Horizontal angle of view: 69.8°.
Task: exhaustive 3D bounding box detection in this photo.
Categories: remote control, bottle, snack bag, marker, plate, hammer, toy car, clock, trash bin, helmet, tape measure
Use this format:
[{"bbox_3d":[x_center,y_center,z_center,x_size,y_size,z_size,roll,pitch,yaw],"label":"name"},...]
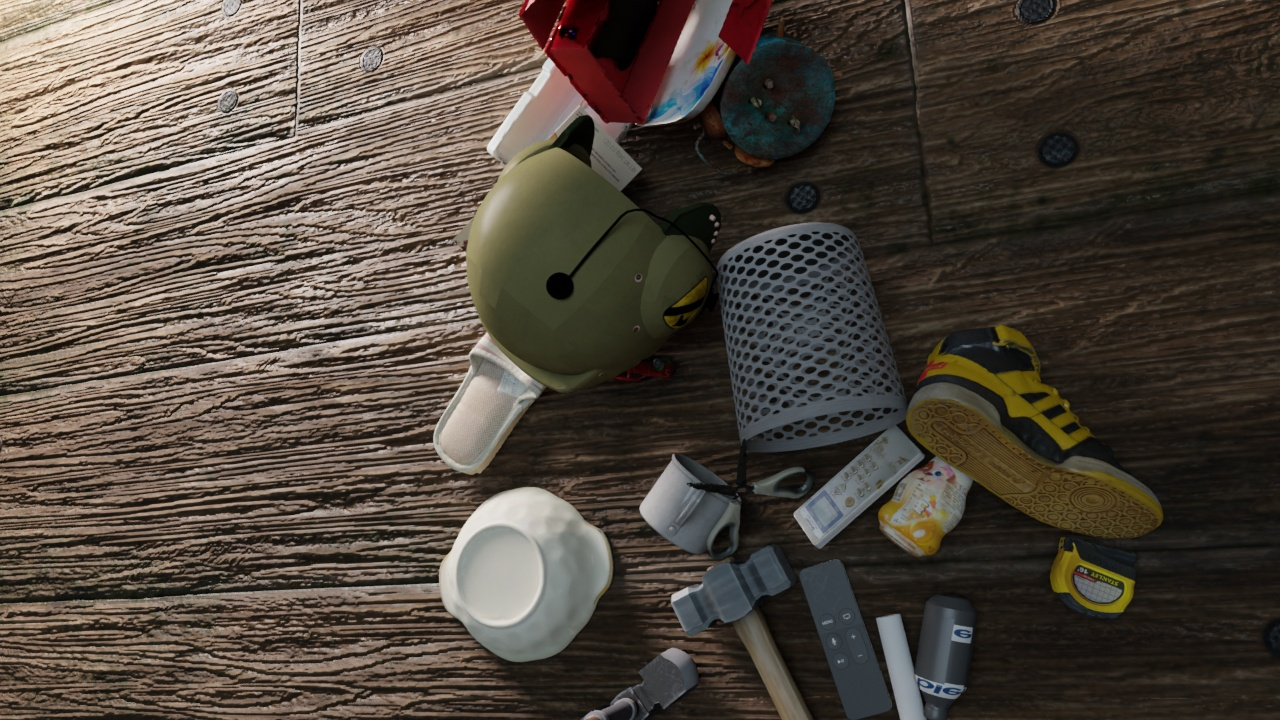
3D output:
[{"bbox_3d":[0.197,0.268,0.885,0.045,0.008,0.146,-22,73,17],"label":"remote control"},{"bbox_3d":[0.272,0.127,0.852,0.063,0.063,0.109,38,87,23],"label":"bottle"},{"bbox_3d":[-0.106,-0.176,1.030,0.094,0.070,0.206,43,98,-13],"label":"snack bag"},{"bbox_3d":[0.245,0.305,0.852,0.027,0.023,0.133,-23,72,39],"label":"marker"},{"bbox_3d":[0.065,-0.327,0.968,0.187,0.016,0.187,-62,24,0],"label":"plate"},{"bbox_3d":[-0.055,0.327,0.804,0.156,0.322,0.043,-42,68,10],"label":"hammer"},{"bbox_3d":[-0.006,0.006,0.996,0.091,0.042,0.036,4,88,23],"label":"toy car"},{"bbox_3d":[0.124,-0.259,0.945,0.158,0.121,0.073,-48,31,18],"label":"clock"},{"bbox_3d":[0.156,-0.020,0.877,0.157,0.156,0.183,-15,72,19],"label":"trash bin"},{"bbox_3d":[-0.054,-0.089,0.903,0.250,0.255,0.233,40,90,25],"label":"helmet"},{"bbox_3d":[0.149,0.340,0.873,0.117,0.051,0.322,-31,73,14],"label":"hammer"},{"bbox_3d":[0.395,0.192,0.804,0.065,0.037,0.064,12,80,10],"label":"tape measure"},{"bbox_3d":[0.275,0.269,0.833,0.047,0.047,0.112,9,84,23],"label":"bottle"},{"bbox_3d":[0.210,0.122,0.891,0.136,0.011,0.050,-44,33,9],"label":"remote control"}]

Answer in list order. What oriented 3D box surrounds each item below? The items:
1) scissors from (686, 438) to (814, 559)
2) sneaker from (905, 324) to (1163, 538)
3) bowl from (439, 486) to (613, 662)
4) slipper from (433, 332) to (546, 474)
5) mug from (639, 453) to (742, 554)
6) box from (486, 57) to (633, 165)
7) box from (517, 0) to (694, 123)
[{"bbox_3d":[0.099,0.134,0.881,0.012,0.170,0.158,51,128,43],"label":"scissors"},{"bbox_3d":[0.354,0.060,0.823,0.238,0.086,0.121,30,50,-4],"label":"sneaker"},{"bbox_3d":[-0.140,0.233,0.999,0.220,0.060,0.188,-14,76,18],"label":"bowl"},{"bbox_3d":[-0.150,0.014,1.047,0.115,0.052,0.263,37,95,24],"label":"slipper"},{"bbox_3d":[0.047,0.144,0.912,0.084,0.113,0.070,35,97,7],"label":"mug"},{"bbox_3d":[-0.074,-0.287,1.062,0.122,0.078,0.197,37,97,4],"label":"box"},{"bbox_3d":[-0.039,-0.413,0.871,0.124,0.378,0.211,18,75,14],"label":"box"}]
